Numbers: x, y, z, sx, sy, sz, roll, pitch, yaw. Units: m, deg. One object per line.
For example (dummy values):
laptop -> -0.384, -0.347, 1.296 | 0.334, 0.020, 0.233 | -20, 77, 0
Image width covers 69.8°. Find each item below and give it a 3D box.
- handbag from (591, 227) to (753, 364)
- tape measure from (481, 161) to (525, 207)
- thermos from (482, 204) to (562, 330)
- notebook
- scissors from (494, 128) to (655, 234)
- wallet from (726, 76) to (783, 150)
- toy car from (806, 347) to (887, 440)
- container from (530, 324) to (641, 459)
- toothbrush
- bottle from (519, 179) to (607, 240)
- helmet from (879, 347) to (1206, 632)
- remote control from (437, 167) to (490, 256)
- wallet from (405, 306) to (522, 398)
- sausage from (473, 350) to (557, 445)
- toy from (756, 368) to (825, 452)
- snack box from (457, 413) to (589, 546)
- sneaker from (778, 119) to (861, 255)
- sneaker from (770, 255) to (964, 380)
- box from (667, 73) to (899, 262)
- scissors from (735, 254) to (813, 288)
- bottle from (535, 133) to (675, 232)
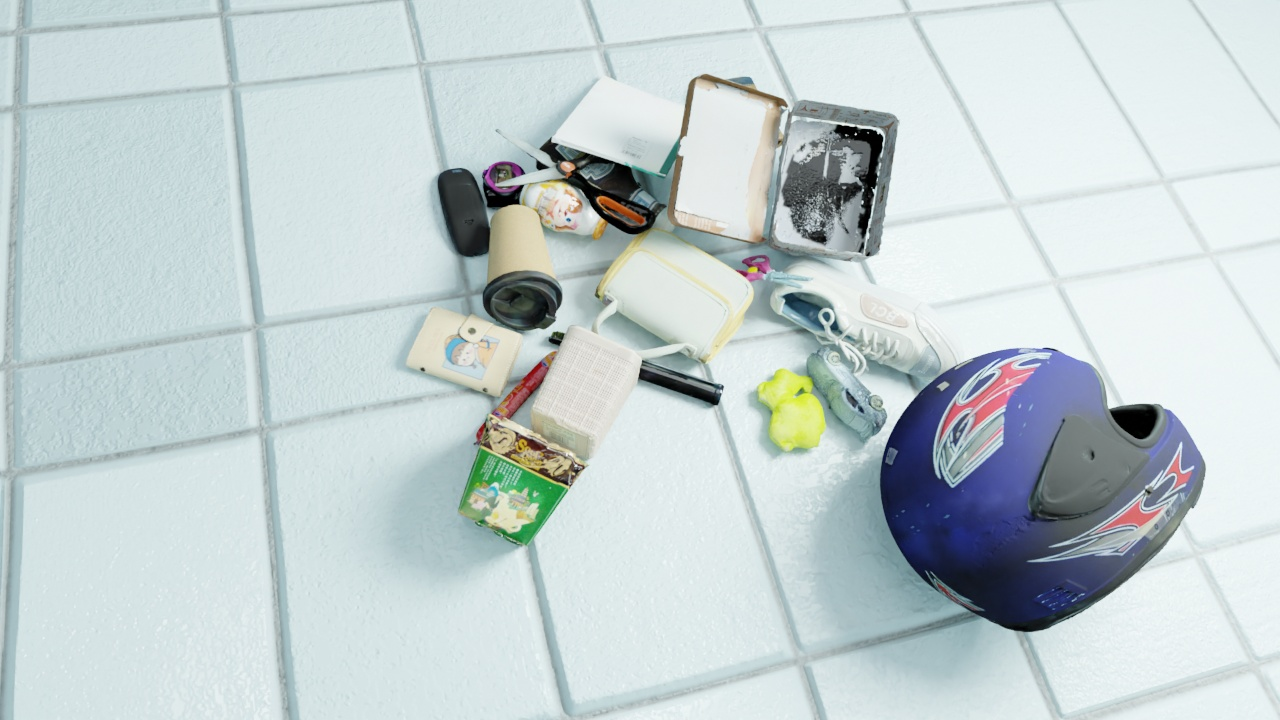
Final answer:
handbag -> 0.028, -0.062, 1.083 | 0.163, 0.063, 0.178 | 33, 59, 11
tape measure -> -0.171, -0.223, 1.160 | 0.057, 0.039, 0.057 | -3, 63, -9
thermos -> -0.142, -0.111, 1.084 | 0.093, 0.093, 0.143 | -4, 55, -9
notebook -> -0.012, -0.307, 1.196 | 0.150, 0.012, 0.208 | 20, 40, 3
scissors -> -0.069, -0.232, 1.125 | 0.234, 0.022, 0.220 | 39, 49, 11
wallet -> 0.137, -0.334, 1.263 | 0.090, 0.033, 0.115 | -18, 70, -17
toy car -> 0.237, 0.038, 1.071 | 0.036, 0.054, 0.120 | -30, 70, -22
container -> -0.064, 0.038, 1.014 | 0.090, 0.090, 0.110 | 24, 65, 5
toothbrush -> -0.006, 0.006, 1.072 | 0.212, 0.026, 0.027 | 19, 50, 4
bottle -> -0.093, -0.189, 1.139 | 0.108, 0.063, 0.063 | 28, 63, 7
helmet -> 0.394, 0.103, 0.944 | 0.315, 0.248, 0.240 | -37, 91, -16
remote control -> -0.220, -0.191, 1.145 | 0.053, 0.024, 0.136 | -13, 65, -14
wallet -> -0.200, -0.013, 1.059 | 0.115, 0.024, 0.087 | 18, 67, 3
sausage -> -0.138, 0.040, 1.041 | 0.020, 0.020, 0.155 | 35, 64, 11
toy -> 0.178, 0.058, 1.066 | 0.096, 0.031, 0.100 | -37, 73, -24
snack box -> -0.131, 0.129, 0.948 | 0.118, 0.118, 0.105 | 28, 77, -3
sneaker -> 0.240, -0.248, 1.198 | 0.118, 0.088, 0.240 | 25, 64, 6
sneaker -> 0.266, -0.037, 1.090 | 0.242, 0.090, 0.090 | 30, 48, 12
box -> 0.166, -0.225, 1.093 | 0.259, 0.110, 0.179 | 8, 90, 0
scissors -> 0.164, -0.108, 1.112 | 0.073, 0.017, 0.137 | -42, 32, -27
bottle -> -0.039, -0.223, 1.175 | 0.195, 0.044, 0.079 | 35, 57, 9
